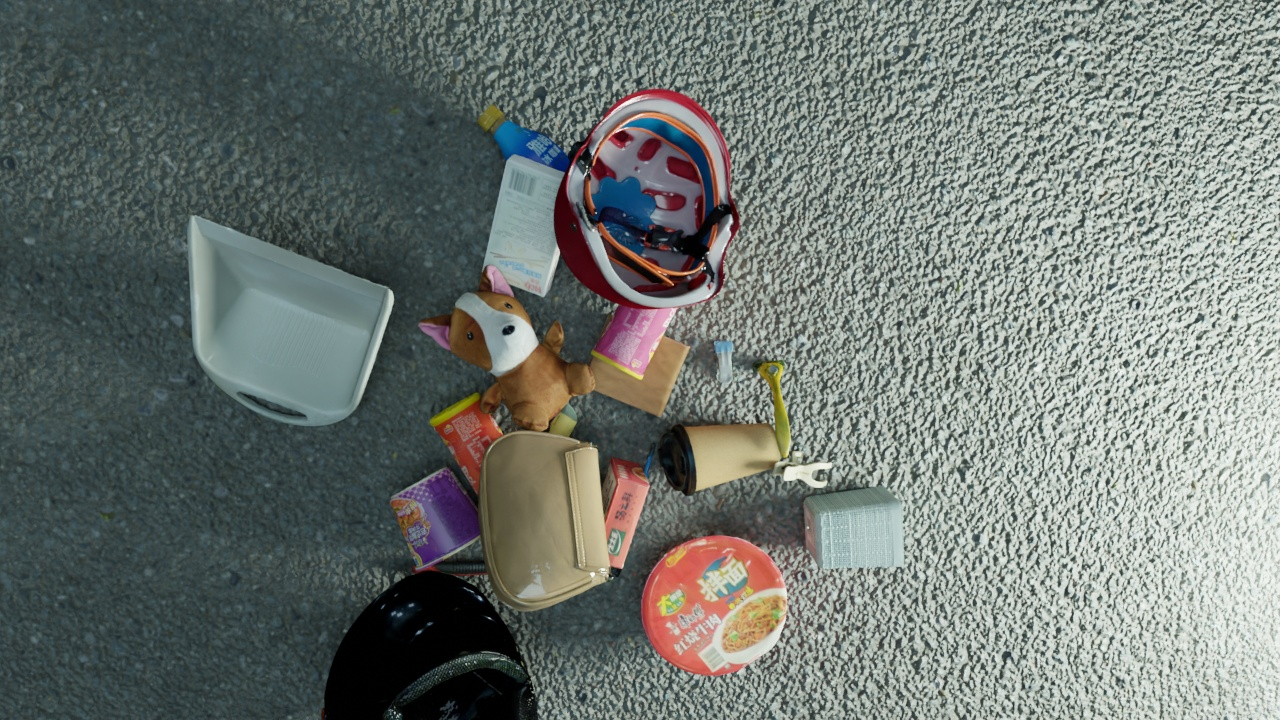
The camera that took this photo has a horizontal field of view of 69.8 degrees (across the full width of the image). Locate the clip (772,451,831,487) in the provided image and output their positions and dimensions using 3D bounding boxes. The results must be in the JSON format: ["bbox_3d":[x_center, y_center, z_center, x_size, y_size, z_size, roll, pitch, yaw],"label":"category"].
[{"bbox_3d":[0.215,0.144,1.182,0.092,0.103,0.035,17,95,13],"label":"clip"}]

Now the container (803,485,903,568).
[{"bbox_3d":[0.278,0.222,1.210,0.111,0.090,0.090,-5,98,-2],"label":"container"}]

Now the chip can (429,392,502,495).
[{"bbox_3d":[-0.178,0.147,1.156,0.073,0.073,0.216,-31,95,0],"label":"chip can"}]

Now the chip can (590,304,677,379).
[{"bbox_3d":[0.019,-0.084,1.139,0.071,0.071,0.210,28,89,-9],"label":"chip can"}]

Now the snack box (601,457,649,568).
[{"bbox_3d":[-0.029,0.194,1.157,0.044,0.127,0.113,17,97,-8],"label":"snack box"}]

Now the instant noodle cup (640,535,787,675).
[{"bbox_3d":[0.094,0.316,1.219,0.194,0.066,0.194,-1,98,-5],"label":"instant noodle cup"}]

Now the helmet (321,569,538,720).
[{"bbox_3d":[-0.265,0.399,1.121,0.233,0.230,0.275,8,133,-39],"label":"helmet"}]

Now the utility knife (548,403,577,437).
[{"bbox_3d":[-0.136,0.143,1.195,0.031,0.020,0.196,30,94,-5],"label":"utility knife"}]

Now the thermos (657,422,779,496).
[{"bbox_3d":[0.102,0.120,1.182,0.143,0.093,0.093,-9,99,-13],"label":"thermos"}]

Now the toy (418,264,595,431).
[{"bbox_3d":[-0.159,-0.009,1.115,0.140,0.131,0.199,-41,97,-21],"label":"toy"}]

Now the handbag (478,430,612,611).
[{"bbox_3d":[-0.116,0.186,1.078,0.147,0.100,0.204,-3,70,-12],"label":"handbag"}]

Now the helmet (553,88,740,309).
[{"bbox_3d":[-0.005,-0.170,1.036,0.206,0.144,0.239,19,74,-25],"label":"helmet"}]

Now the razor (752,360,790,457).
[{"bbox_3d":[0.175,0.060,1.174,0.043,0.028,0.132,-2,64,-8],"label":"razor"}]

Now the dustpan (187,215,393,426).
[{"bbox_3d":[-0.414,-0.020,1.059,0.222,0.258,0.142,21,72,-8],"label":"dustpan"}]

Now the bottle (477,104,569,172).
[{"bbox_3d":[-0.108,-0.224,1.117,0.218,0.065,0.065,42,93,-10],"label":"bottle"}]

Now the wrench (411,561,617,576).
[{"bbox_3d":[-0.161,0.270,1.201,0.273,0.056,0.016,-2,63,-1],"label":"wrench"}]

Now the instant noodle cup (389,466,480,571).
[{"bbox_3d":[-0.256,0.194,1.152,0.111,0.111,0.099,-30,91,0],"label":"instant noodle cup"}]

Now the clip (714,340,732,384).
[{"bbox_3d":[0.109,0.002,1.197,0.026,0.038,0.058,-5,98,-6],"label":"clip"}]

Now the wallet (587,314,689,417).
[{"bbox_3d":[-0.007,0.007,1.187,0.115,0.020,0.101,21,94,-5],"label":"wallet"}]

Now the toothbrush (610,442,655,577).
[{"bbox_3d":[-0.010,0.198,1.218,0.016,0.014,0.189,17,97,16],"label":"toothbrush"}]

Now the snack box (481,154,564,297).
[{"bbox_3d":[-0.134,-0.161,1.106,0.085,0.026,0.157,21,122,4],"label":"snack box"}]
